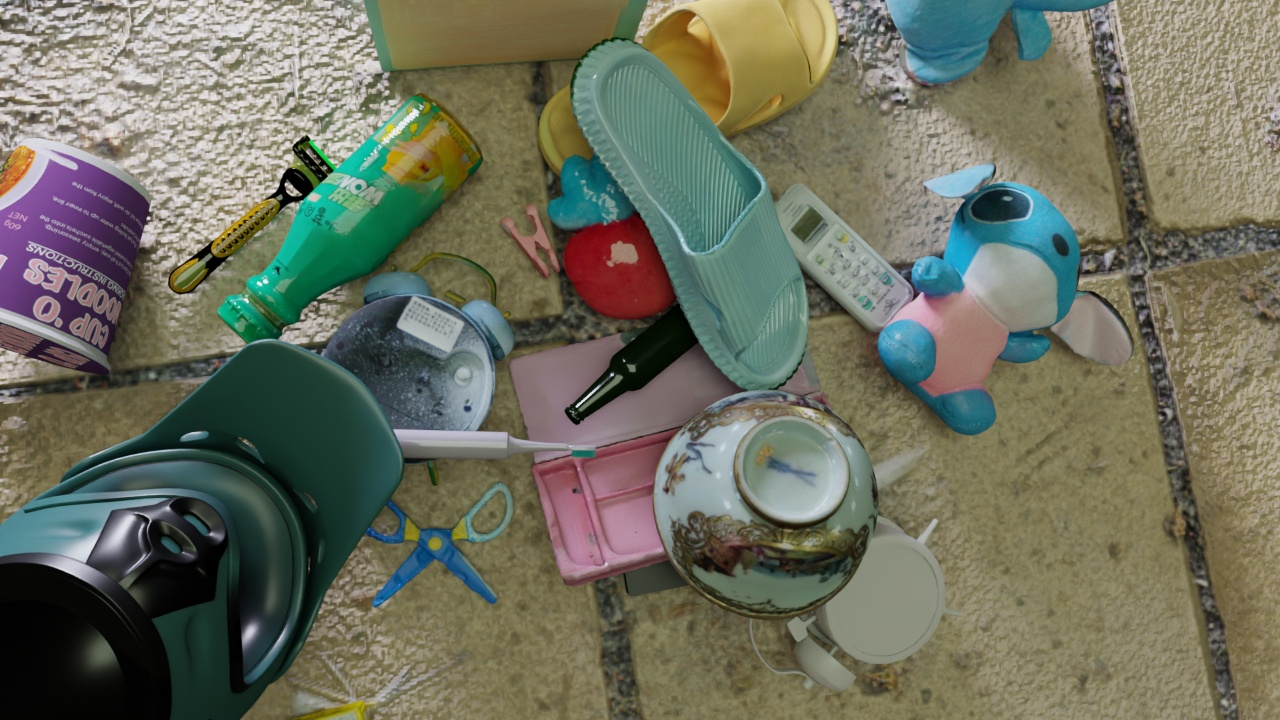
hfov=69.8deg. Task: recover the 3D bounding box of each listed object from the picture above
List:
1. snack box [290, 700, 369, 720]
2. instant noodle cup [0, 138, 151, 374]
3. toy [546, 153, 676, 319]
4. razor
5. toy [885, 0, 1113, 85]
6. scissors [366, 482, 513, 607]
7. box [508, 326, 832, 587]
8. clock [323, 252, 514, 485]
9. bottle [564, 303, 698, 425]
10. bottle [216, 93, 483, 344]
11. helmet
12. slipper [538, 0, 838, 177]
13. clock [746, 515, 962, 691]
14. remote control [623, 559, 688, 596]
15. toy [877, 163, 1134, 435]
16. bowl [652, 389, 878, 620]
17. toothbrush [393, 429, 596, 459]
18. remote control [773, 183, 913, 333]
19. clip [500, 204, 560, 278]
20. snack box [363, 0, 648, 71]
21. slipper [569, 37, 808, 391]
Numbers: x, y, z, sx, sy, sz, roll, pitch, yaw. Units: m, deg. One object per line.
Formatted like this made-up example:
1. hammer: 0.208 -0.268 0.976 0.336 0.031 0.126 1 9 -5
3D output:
1. snack box: -0.257 0.290 0.623 0.152 0.025 0.075 -13 87 -11
2. instant noodle cup: -0.390 -0.073 0.592 0.136 0.122 0.121 27 69 -33
3. toy: -0.017 -0.091 0.675 0.092 0.062 0.133 -23 100 -14
4. razor: -0.279 -0.099 0.657 0.144 0.021 0.044 -44 111 -11
5. toy: 0.284 -0.315 0.730 0.181 0.114 0.183 2 107 8
6. scissors: -0.148 0.130 0.664 0.126 0.013 0.125 -44 92 -8
7. box: 0.032 0.055 0.689 0.232 0.040 0.179 -12 71 -10
8. clock: -0.155 -0.001 0.649 0.118 0.060 0.162 26 81 -6
9. bottle: -0.004 0.004 0.669 0.122 0.033 0.033 -39 92 -17
10. bottle: -0.205 -0.094 0.645 0.068 0.068 0.209 43 80 -3
11. helmet: -0.270 0.123 0.532 0.176 0.199 0.276 44 118 -6
12. slipper: 0.045 -0.215 0.694 0.263 0.078 0.099 -29 91 -9
13. clock: 0.151 0.176 0.681 0.159 0.061 0.120 -18 98 -12
14. remote control: 0.050 0.137 0.694 0.133 0.013 0.058 -8 86 -10
15. toy: 0.273 -0.037 0.709 0.224 0.099 0.191 38 83 -23
16. bowl: 0.090 0.084 0.610 0.160 0.094 0.159 2 67 -5
17. toothbrush: -0.122 0.057 0.611 0.188 0.018 0.019 2 92 -10
18. remote control: 0.155 -0.080 0.727 0.133 0.022 0.050 42 80 -3
19. clip: -0.077 -0.093 0.692 0.059 0.023 0.045 35 82 1
20. snack box: -0.093 -0.253 0.641 0.193 0.141 0.044 -7 85 -10
21. slipper: 0.051 -0.103 0.640 0.115 0.070 0.276 -45 109 -31
